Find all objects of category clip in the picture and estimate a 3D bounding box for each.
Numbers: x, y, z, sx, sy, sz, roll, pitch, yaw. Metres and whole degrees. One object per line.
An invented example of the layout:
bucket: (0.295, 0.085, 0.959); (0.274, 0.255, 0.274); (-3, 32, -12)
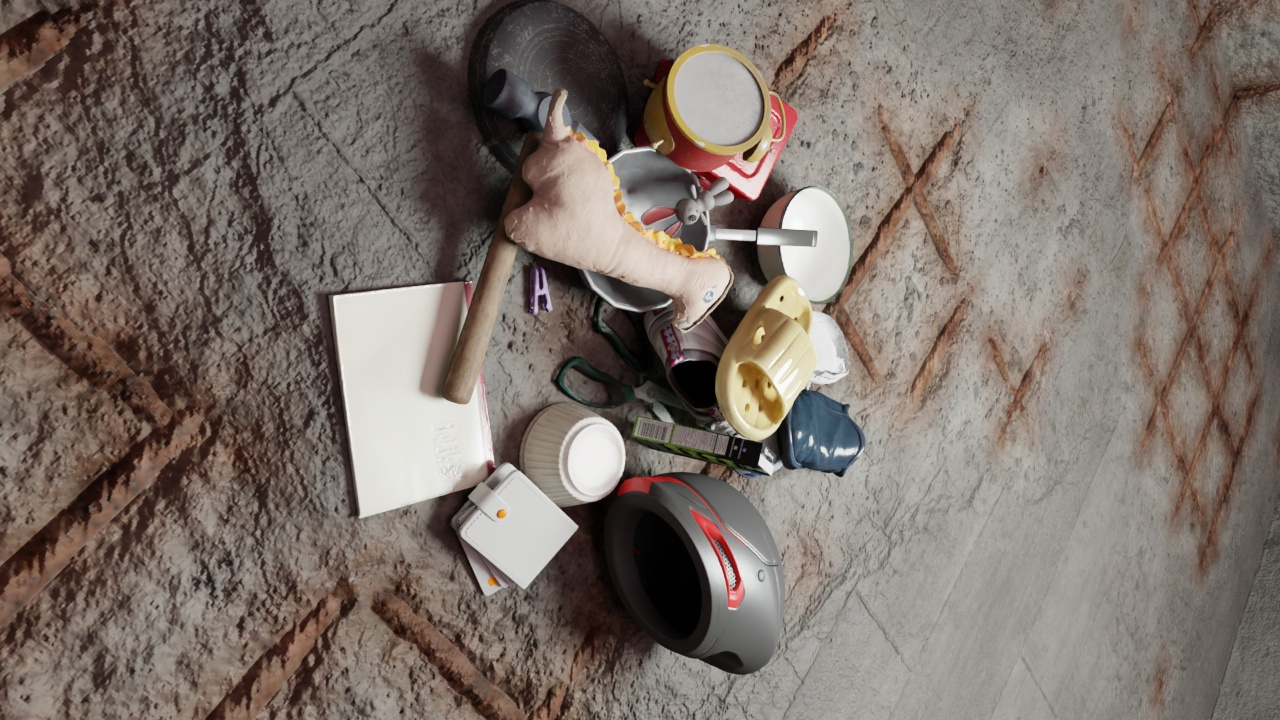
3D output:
clip: (-0.112, -0.071, 0.977); (0.042, 0.014, 0.052); (-40, 119, -30)

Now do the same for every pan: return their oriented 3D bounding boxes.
pan: (0.068, -0.147, 1.055); (0.356, 0.041, 0.179); (-3, 101, -34)
pan: (-0.052, -0.225, 1.010); (0.207, 0.040, 0.357); (-46, 118, -30)

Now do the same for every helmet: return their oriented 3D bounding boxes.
helmet: (0.075, 0.234, 1.046); (0.169, 0.165, 0.264); (-22, 95, -49)

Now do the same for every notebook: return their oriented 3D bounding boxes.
notebook: (-0.216, 0.033, 0.890); (0.152, 0.012, 0.209); (-11, 99, -41)

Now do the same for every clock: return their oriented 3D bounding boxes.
clock: (0.082, -0.262, 0.979); (0.158, 0.081, 0.117); (-3, 82, -21)

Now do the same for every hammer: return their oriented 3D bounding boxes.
hammer: (-0.135, -0.111, 0.910); (0.129, 0.040, 0.321); (21, 83, -40)

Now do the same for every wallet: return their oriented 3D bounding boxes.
wallet: (-0.139, 0.180, 0.939); (0.115, 0.037, 0.118); (-48, 122, -12)

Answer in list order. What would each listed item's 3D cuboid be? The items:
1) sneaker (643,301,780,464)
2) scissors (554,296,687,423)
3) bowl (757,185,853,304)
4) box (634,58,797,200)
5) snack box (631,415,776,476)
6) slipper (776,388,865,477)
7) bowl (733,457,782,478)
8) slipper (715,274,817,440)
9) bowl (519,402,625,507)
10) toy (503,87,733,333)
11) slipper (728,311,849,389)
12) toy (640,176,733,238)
sneaker: (0.096, 0.049, 1.071); (0.263, 0.097, 0.128); (53, 17, -27)
scissors: (-0.003, 0.004, 1.072); (0.209, 0.015, 0.142); (24, 74, -38)
bowl: (0.208, -0.150, 1.210); (0.153, 0.073, 0.153); (-2, 93, -40)
box: (0.090, -0.274, 1.084); (0.157, 0.113, 0.134); (26, 79, -38)
snack box: (0.072, 0.097, 1.036); (0.080, 0.148, 0.025); (41, 63, -66)
slipper: (0.251, 0.096, 1.195); (0.265, 0.084, 0.108); (24, 67, -58)
bowl: (0.165, 0.100, 1.197); (0.114, 0.045, 0.114); (-1, 92, -41)
slipper: (0.166, -0.012, 1.049); (0.111, 0.079, 0.260); (57, 39, -24)
bowl: (-0.066, 0.104, 0.987); (0.115, 0.063, 0.115); (-1, 92, -41)
toy: (-0.005, -0.140, 0.930); (0.264, 0.065, 0.196); (13, 103, -28)
slipper: (0.203, -0.010, 1.207); (0.246, 0.075, 0.112); (2, 89, -49)
toy: (0.051, -0.162, 0.995); (0.111, 0.030, 0.049); (-31, 120, -13)
